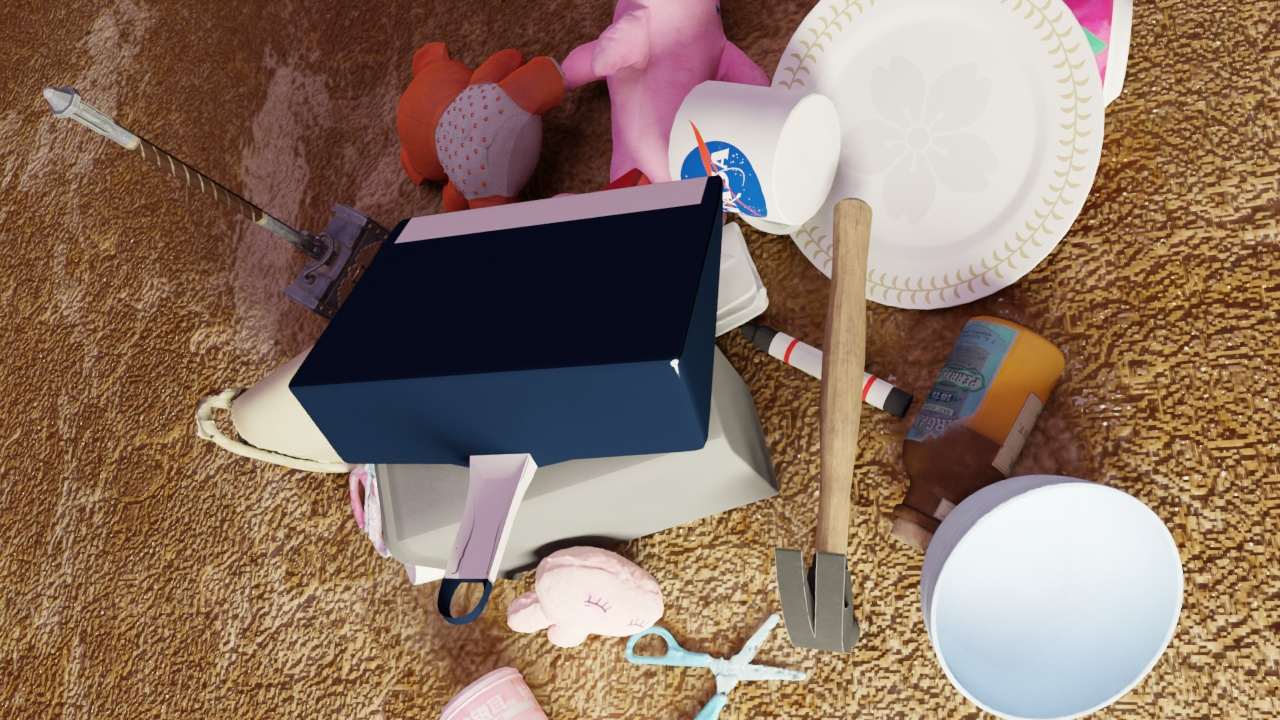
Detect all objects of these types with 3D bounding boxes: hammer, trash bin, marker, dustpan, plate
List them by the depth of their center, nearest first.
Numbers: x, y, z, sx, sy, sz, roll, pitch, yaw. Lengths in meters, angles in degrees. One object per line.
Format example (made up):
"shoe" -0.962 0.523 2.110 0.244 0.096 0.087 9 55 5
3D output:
"dustpan" -0.075 0.013 0.534 0.237 0.080 0.272 -4 41 19
"hammer" 0.132 0.034 0.610 0.040 0.132 0.305 1 73 22
"trash bin" -0.035 0.070 0.629 0.220 0.192 0.097 -19 68 12
"plate" 0.194 -0.157 0.643 0.243 0.016 0.243 13 111 37
"marker" 0.131 0.002 0.680 0.146 0.019 0.019 28 85 25
"hammer" -0.317 -0.124 0.718 0.044 0.322 0.098 27 85 25

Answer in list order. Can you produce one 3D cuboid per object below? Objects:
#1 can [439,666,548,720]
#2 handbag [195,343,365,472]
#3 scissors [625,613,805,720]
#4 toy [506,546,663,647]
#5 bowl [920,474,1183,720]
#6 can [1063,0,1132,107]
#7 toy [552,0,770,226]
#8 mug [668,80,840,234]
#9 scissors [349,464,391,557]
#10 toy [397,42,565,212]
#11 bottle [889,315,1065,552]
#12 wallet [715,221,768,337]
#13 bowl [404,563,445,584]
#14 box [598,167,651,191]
"can" -0.099 0.270 0.659 0.067 0.067 0.076 -42 65 4
"handbag" -0.212 -0.001 0.731 0.230 0.184 0.131 -29 62 28
"scissors" 0.042 0.222 0.654 0.126 0.015 0.136 38 84 25
"toy" -0.042 0.173 0.655 0.105 0.108 0.053 -35 44 32
"bowl" 0.235 0.133 0.557 0.150 0.074 0.151 -1 102 -5
"can" 0.257 -0.224 0.662 0.166 0.088 0.088 5 76 22
"toy" 0.005 -0.223 0.736 0.187 0.127 0.265 9 88 17
"mug" 0.087 -0.142 0.676 0.090 0.121 0.090 20 60 35
"scissors" -0.207 0.089 0.720 0.076 0.017 0.175 47 138 28
"toy" -0.145 -0.197 0.798 0.172 0.092 0.164 31 113 36
"bottle" 0.214 0.053 0.607 0.068 0.068 0.157 27 85 25
"wallet" 0.036 -0.052 0.717 0.116 0.032 0.086 -32 60 20
"bowl" -0.162 0.117 0.717 0.054 0.105 0.104 -11 66 -21
"box" -0.039 -0.050 0.681 0.130 0.087 0.158 -28 26 31
